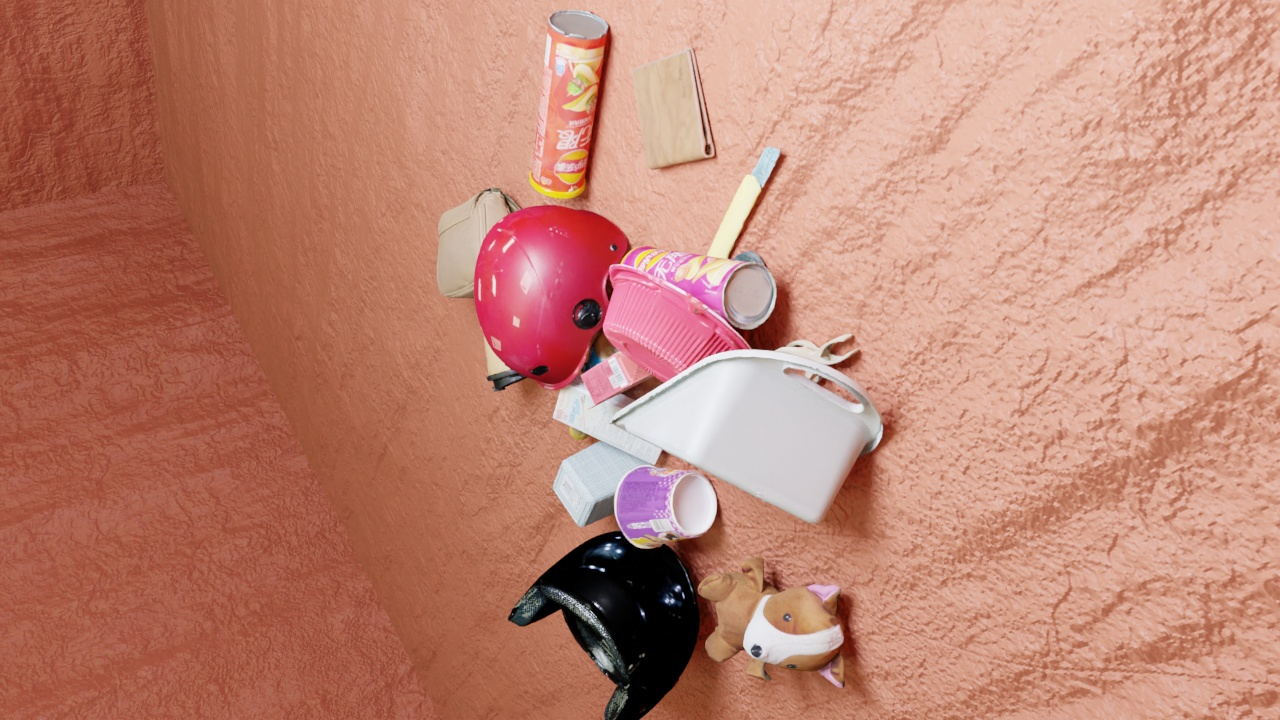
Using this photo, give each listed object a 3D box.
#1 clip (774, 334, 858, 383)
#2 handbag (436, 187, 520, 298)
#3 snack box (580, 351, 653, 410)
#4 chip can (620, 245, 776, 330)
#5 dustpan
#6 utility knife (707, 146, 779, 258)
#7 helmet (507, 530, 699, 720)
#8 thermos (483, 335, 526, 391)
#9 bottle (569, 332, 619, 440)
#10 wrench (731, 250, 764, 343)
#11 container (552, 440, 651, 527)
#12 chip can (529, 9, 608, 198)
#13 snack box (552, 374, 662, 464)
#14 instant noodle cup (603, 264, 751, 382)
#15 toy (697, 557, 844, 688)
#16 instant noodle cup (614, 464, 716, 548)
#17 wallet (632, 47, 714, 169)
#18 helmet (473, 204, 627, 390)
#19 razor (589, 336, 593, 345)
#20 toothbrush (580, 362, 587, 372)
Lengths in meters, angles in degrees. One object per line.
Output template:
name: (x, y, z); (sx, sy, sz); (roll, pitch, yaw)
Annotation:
clip: (0.170, -0.010, 0.943); (0.092, 0.034, 0.103); (52, 140, 21)
handbag: (-0.240, -0.169, 1.381); (0.205, 0.099, 0.147); (-7, 86, 57)
snack box: (-0.007, 0.007, 1.133); (0.127, 0.113, 0.044); (-30, 86, 57)
chip can: (0.056, -0.083, 1.005); (0.211, 0.071, 0.071); (19, 125, 57)
dustpan: (0.121, 0.067, 0.960); (0.222, 0.142, 0.258); (28, 176, -16)
utility knife: (0.103, -0.153, 0.965); (0.031, 0.020, 0.197); (52, 152, 19)
helmet: (-0.031, 0.365, 1.286); (0.233, 0.229, 0.275); (44, 164, 21)
thermos: (-0.206, -0.029, 1.430); (0.093, 0.092, 0.143); (-15, 89, 57)
bottle: (-0.060, 0.044, 1.280); (0.065, 0.065, 0.219); (53, 146, 21)
wrench: (0.115, 0.002, 1.045); (0.056, 0.016, 0.274); (36, 136, 46)
container: (-0.055, 0.171, 1.305); (0.090, 0.111, 0.090); (51, 144, 23)
chip can: (-0.089, -0.304, 1.104); (0.073, 0.073, 0.217); (45, 142, 31)
snack box: (-0.037, 0.078, 1.228); (0.157, 0.026, 0.085); (25, 139, 4)
instant noodle cup: (0.030, -0.021, 0.987); (0.194, 0.065, 0.194); (33, 171, 6)
toy: (0.156, 0.312, 1.087); (0.200, 0.130, 0.140); (2, 105, 45)
instant noodle cup: (0.039, 0.188, 1.195); (0.099, 0.111, 0.111); (-14, 97, 48)
wallet: (0.034, -0.271, 0.997); (0.101, 0.020, 0.115); (2, 108, 53)
helmet: (-0.140, -0.091, 1.175); (0.207, 0.143, 0.240); (14, 89, 53)
razor: (-0.074, -0.056, 1.226); (0.132, 0.028, 0.043); (-95, 23, -43)
toothbrush: (-0.127, -0.039, 1.327); (0.189, 0.014, 0.016); (46, 145, 2)
